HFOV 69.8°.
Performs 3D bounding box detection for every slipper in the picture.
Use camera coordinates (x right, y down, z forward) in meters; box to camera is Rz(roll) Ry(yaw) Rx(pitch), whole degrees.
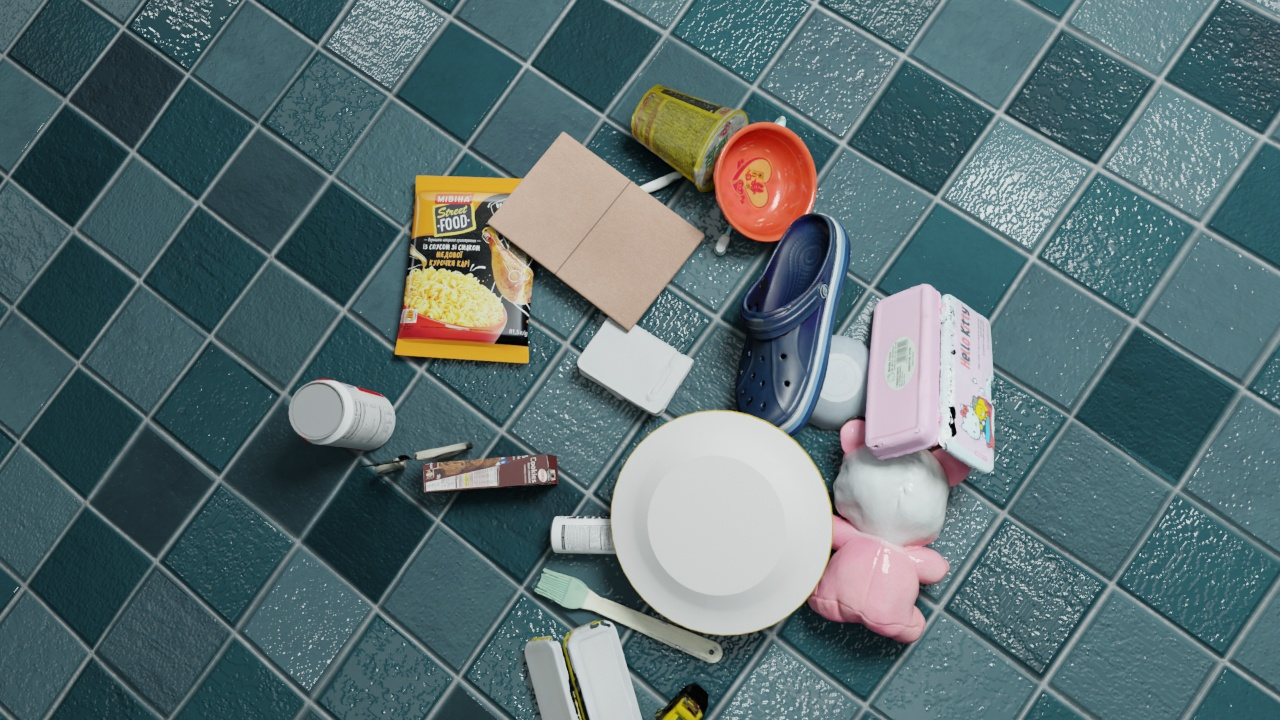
[{"bbox_3d":[0.147,-0.044,0.975,0.105,0.095,0.252,7,76,48],"label":"slipper"}]

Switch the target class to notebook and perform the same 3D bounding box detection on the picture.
[{"bbox_3d":[-0.052,-0.150,1.056,0.209,0.008,0.141,38,84,8],"label":"notebook"}]

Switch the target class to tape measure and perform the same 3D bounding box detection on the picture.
[{"bbox_3d":[0.040,0.371,0.961,0.038,0.067,0.063,41,98,10],"label":"tape measure"}]

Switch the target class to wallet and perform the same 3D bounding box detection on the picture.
[{"bbox_3d":[-0.006,0.006,1.041,0.116,0.032,0.086,35,77,14],"label":"wallet"}]

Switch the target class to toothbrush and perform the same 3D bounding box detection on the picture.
[{"bbox_3d":[0.128,-0.203,1.059,0.016,0.016,0.180,25,84,5],"label":"toothbrush"},{"bbox_3d":[-0.033,-0.181,1.079,0.189,0.016,0.017,-24,89,4],"label":"toothbrush"}]

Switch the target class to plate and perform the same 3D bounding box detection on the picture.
[{"bbox_3d":[0.078,0.166,0.930,0.230,0.021,0.229,0,90,15],"label":"plate"}]

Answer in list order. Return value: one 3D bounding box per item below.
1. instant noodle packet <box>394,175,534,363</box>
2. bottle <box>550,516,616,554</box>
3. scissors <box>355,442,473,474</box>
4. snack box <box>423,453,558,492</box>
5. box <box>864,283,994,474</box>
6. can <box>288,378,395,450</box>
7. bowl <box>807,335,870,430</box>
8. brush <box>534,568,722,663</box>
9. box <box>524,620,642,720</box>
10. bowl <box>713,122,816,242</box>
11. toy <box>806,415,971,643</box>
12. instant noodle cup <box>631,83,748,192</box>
[{"bbox_3d":[-0.201,-0.110,1.082,0.160,0.032,0.220,4,82,8],"label":"instant noodle packet"},{"bbox_3d":[-0.039,0.192,1.009,0.116,0.041,0.041,-1,81,8],"label":"bottle"},{"bbox_3d":[-0.252,0.107,1.007,0.168,0.158,0.012,-9,80,-39],"label":"scissors"},{"bbox_3d":[-0.167,0.128,1.032,0.141,0.051,0.031,-5,81,7],"label":"snack box"},{"bbox_3d":[0.304,0.024,0.954,0.101,0.103,0.201,-24,40,42],"label":"box"},{"bbox_3d":[-0.330,0.062,1.023,0.070,0.132,0.070,-1,81,8],"label":"can"},{"bbox_3d":[0.213,0.021,1.000,0.106,0.039,0.106,-1,81,8],"label":"bowl"},{"bbox_3d":[-0.013,0.282,1.008,0.218,0.012,0.033,20,85,9],"label":"brush"},{"bbox_3d":[-0.052,0.392,0.988,0.083,0.080,0.210,-11,80,-35],"label":"box"},{"bbox_3d":[0.131,-0.197,1.025,0.130,0.045,0.130,-2,96,-23],"label":"bowl"},{"bbox_3d":[0.253,0.174,0.948,0.142,0.084,0.213,16,84,17],"label":"toy"},{"bbox_3d":[0.051,-0.258,1.042,0.108,0.102,0.102,33,87,20],"label":"instant noodle cup"}]
